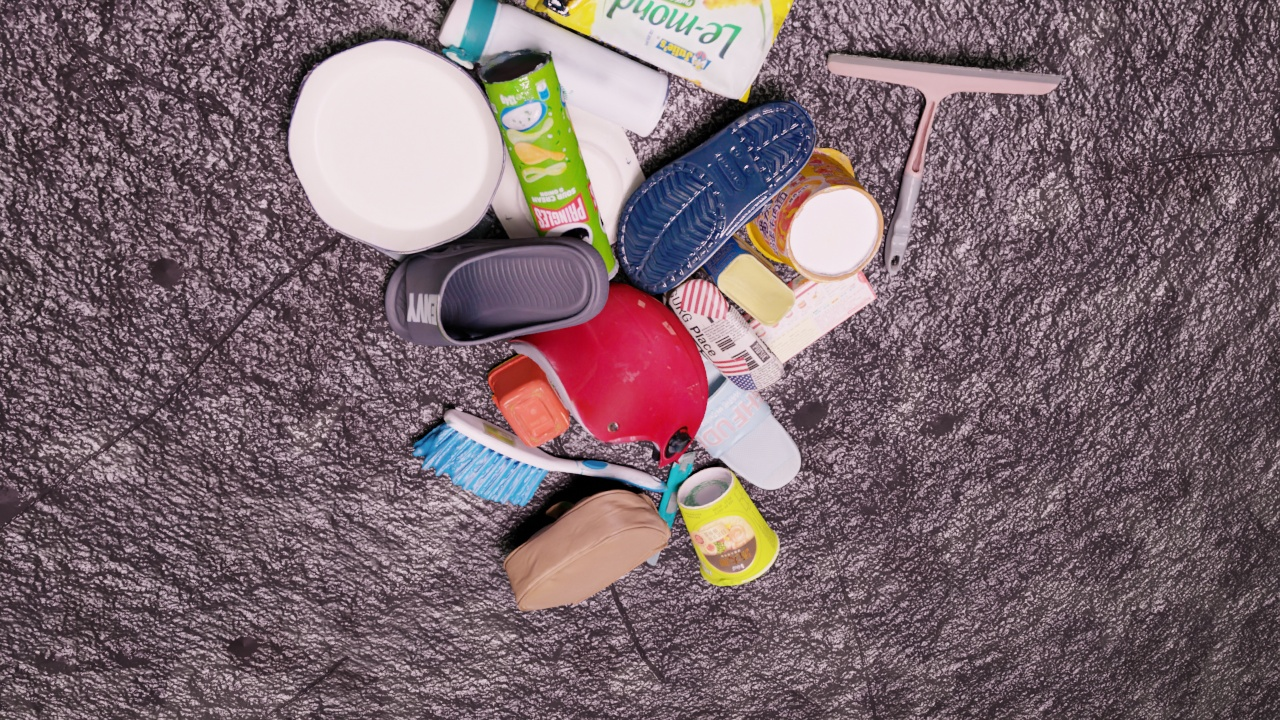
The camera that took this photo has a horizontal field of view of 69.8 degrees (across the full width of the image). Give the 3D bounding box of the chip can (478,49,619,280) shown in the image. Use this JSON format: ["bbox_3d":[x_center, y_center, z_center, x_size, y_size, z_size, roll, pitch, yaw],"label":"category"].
[{"bbox_3d":[-0.086,-0.181,0.899,0.072,0.072,0.236,-20,127,-3],"label":"chip can"}]

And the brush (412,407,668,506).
[{"bbox_3d":[-0.115,0.136,1.125,0.314,0.060,0.109,29,103,-27],"label":"brush"}]

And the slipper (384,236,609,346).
[{"bbox_3d":[-0.163,-0.068,0.913,0.269,0.083,0.111,-5,100,27],"label":"slipper"}]

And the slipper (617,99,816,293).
[{"bbox_3d":[0.078,-0.180,0.984,0.253,0.095,0.105,-41,87,17],"label":"slipper"}]

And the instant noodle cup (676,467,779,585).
[{"bbox_3d":[0.105,0.207,1.179,0.112,0.111,0.123,-27,115,2],"label":"instant noodle cup"}]

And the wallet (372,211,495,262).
[{"bbox_3d":[-0.230,-0.142,0.973,0.121,0.019,0.097,30,107,-22],"label":"wallet"}]

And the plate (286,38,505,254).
[{"bbox_3d":[-0.238,-0.210,0.907,0.205,0.045,0.205,-1,111,-3],"label":"plate"}]

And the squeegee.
[{"bbox_3d":[0.313,-0.217,1.048,0.248,0.040,0.250,7,121,1],"label":"squeegee"}]

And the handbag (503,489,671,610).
[{"bbox_3d":[-0.067,0.230,1.138,0.205,0.099,0.147,-36,148,20],"label":"handbag"}]

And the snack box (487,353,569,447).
[{"bbox_3d":[-0.126,0.047,1.058,0.082,0.080,0.091,-28,120,3],"label":"snack box"}]

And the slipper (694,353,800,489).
[{"bbox_3d":[0.121,0.085,1.138,0.104,0.074,0.245,-39,119,9],"label":"slipper"}]

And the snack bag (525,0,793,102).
[{"bbox_3d":[0.032,-0.368,0.888,0.246,0.068,0.158,18,110,-19],"label":"snack bag"}]

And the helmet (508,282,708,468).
[{"bbox_3d":[-0.006,0.006,0.999,0.144,0.207,0.240,-50,140,5],"label":"helmet"}]

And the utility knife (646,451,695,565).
[{"bbox_3d":[0.038,0.198,1.210,0.029,0.013,0.183,8,115,-18],"label":"utility knife"}]

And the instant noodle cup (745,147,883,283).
[{"bbox_3d":[0.195,-0.155,1.011,0.138,0.109,0.138,-5,116,-10],"label":"instant noodle cup"}]

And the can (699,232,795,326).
[{"bbox_3d":[0.120,-0.094,1.040,0.102,0.083,0.057,36,104,-26],"label":"can"}]

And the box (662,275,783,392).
[{"bbox_3d":[0.098,-0.035,1.040,0.162,0.087,0.075,49,55,-20],"label":"box"}]

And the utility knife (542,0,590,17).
[{"bbox_3d":[-0.003,-0.377,0.828,0.202,0.015,0.033,-35,120,5],"label":"utility knife"}]

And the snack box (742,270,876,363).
[{"bbox_3d":[0.200,-0.062,1.107,0.156,0.027,0.077,-35,119,6],"label":"snack box"}]

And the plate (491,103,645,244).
[{"bbox_3d":[-0.077,-0.182,0.979,0.163,0.034,0.164,-28,120,2],"label":"plate"}]

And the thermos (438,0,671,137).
[{"bbox_3d":[-0.084,-0.290,0.901,0.224,0.073,0.073,18,111,-20],"label":"thermos"}]
